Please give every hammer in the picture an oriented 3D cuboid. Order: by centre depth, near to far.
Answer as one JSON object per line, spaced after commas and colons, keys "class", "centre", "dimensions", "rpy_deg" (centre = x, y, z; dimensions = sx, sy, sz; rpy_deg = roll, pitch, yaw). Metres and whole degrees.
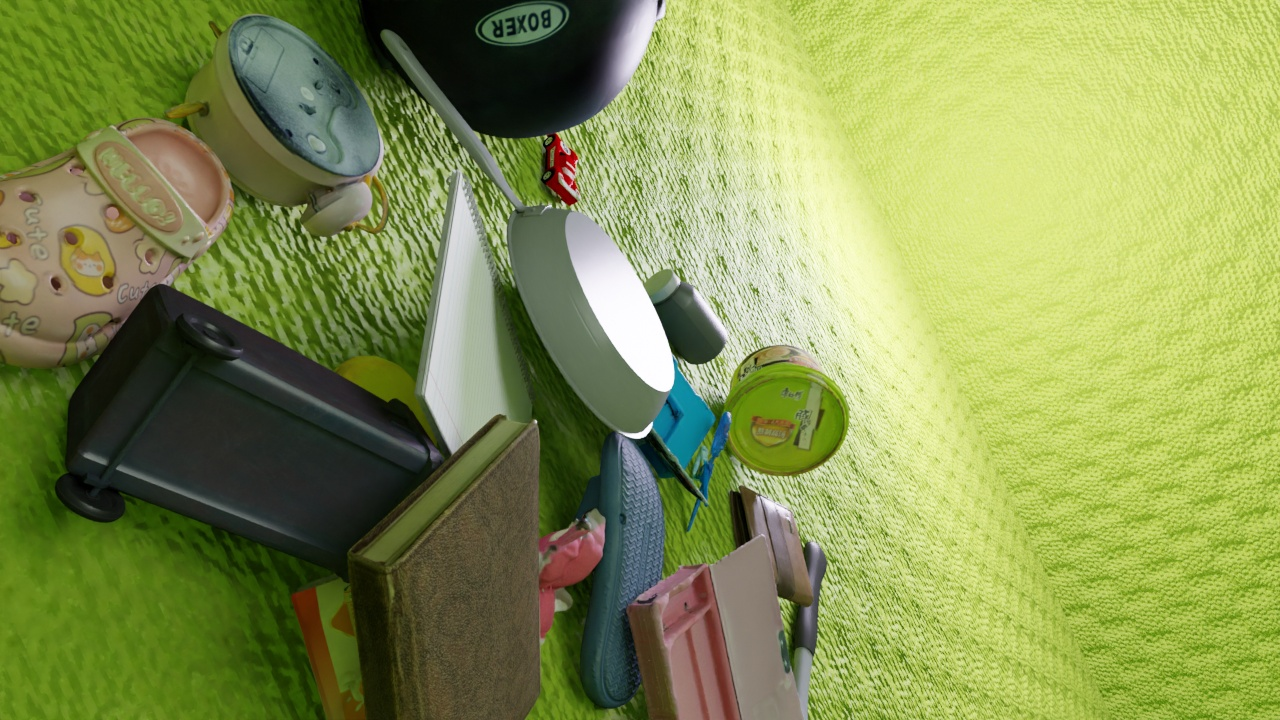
{"class": "hammer", "centre": [0.180, 0.305, 1.012], "dimensions": [0.125, 0.030, 0.310], "rpy_deg": [57, 27, -18]}

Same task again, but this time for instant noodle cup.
{"class": "instant noodle cup", "centre": [0.167, 0.054, 1.079], "dimensions": [0.146, 0.146, 0.097], "rpy_deg": [54, 18, -21]}

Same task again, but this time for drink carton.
{"class": "drink carton", "centre": [-0.151, 0.178, 0.506], "dimensions": [0.069, 0.039, 0.122], "rpy_deg": [-12, 85, -64]}

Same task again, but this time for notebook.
{"class": "notebook", "centre": [-0.104, 0.162, 0.479], "dimensions": [0.189, 0.034, 0.216], "rpy_deg": [-51, 148, -59]}
{"class": "notebook", "centre": [-0.103, 0.023, 0.613], "dimensions": [0.246, 0.013, 0.177], "rpy_deg": [82, 6, -52]}

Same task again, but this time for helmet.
{"class": "helmet", "centre": [-0.112, -0.334, 0.776], "dimensions": [0.236, 0.249, 0.315], "rpy_deg": [80, -5, -60]}

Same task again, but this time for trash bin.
{"class": "trash bin", "centre": [-0.185, 0.042, 0.460], "dimensions": [0.160, 0.094, 0.092], "rpy_deg": [36, 3, -39]}

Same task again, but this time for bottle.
{"class": "bottle", "centre": [0.048, -0.049, 1.028], "dimensions": [0.108, 0.060, 0.060], "rpy_deg": [50, 30, -28]}

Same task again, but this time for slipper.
{"class": "slipper", "centre": [-0.258, -0.073, 0.460], "dimensions": [0.093, 0.082, 0.196], "rpy_deg": [56, 26, -21]}
{"class": "slipper", "centre": [-0.021, 0.162, 0.728], "dimensions": [0.103, 0.059, 0.213], "rpy_deg": [39, 50, -55]}

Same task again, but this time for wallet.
{"class": "wallet", "centre": [0.144, 0.204, 1.012], "dimensions": [0.098, 0.027, 0.121], "rpy_deg": [28, 38, -34]}

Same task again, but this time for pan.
{"class": "pan", "centre": [-0.075, -0.100, 0.694], "dimensions": [0.356, 0.051, 0.200], "rpy_deg": [59, 17, -13]}

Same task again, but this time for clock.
{"class": "clock", "centre": [-0.222, -0.147, 0.606], "dimensions": [0.158, 0.059, 0.116], "rpy_deg": [42, 30, -39]}

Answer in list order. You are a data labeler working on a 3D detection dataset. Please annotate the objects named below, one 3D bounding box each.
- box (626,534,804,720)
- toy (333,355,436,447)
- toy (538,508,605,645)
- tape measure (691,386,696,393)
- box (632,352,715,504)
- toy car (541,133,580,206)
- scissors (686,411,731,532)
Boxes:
{"class": "box", "centre": [0.069, 0.276, 0.743], "dimensions": [0.178, 0.039, 0.232], "rpy_deg": [-14, 94, -52]}
{"class": "toy", "centre": [-0.164, 0.041, 0.583], "dimensions": [0.094, 0.041, 0.095], "rpy_deg": [47, 31, -43]}
{"class": "toy", "centre": [-0.065, 0.150, 0.656], "dimensions": [0.102, 0.050, 0.065], "rpy_deg": [-64, 161, -2]}
{"class": "tape measure", "centre": [0.041, 0.046, 0.983], "dimensions": [0.064, 0.017, 0.064], "rpy_deg": [39, 37, -43]}
{"class": "box", "centre": [-0.021, 0.014, 0.844], "dimensions": [0.243, 0.071, 0.170], "rpy_deg": [55, 19, -20]}
{"class": "toy car", "centre": [-0.081, -0.201, 0.955], "dimensions": [0.038, 0.025, 0.089], "rpy_deg": [40, 36, -41]}
{"class": "scissors", "centre": [0.064, 0.111, 0.922], "dimensions": [0.127, 0.015, 0.125], "rpy_deg": [121, -12, -82]}
